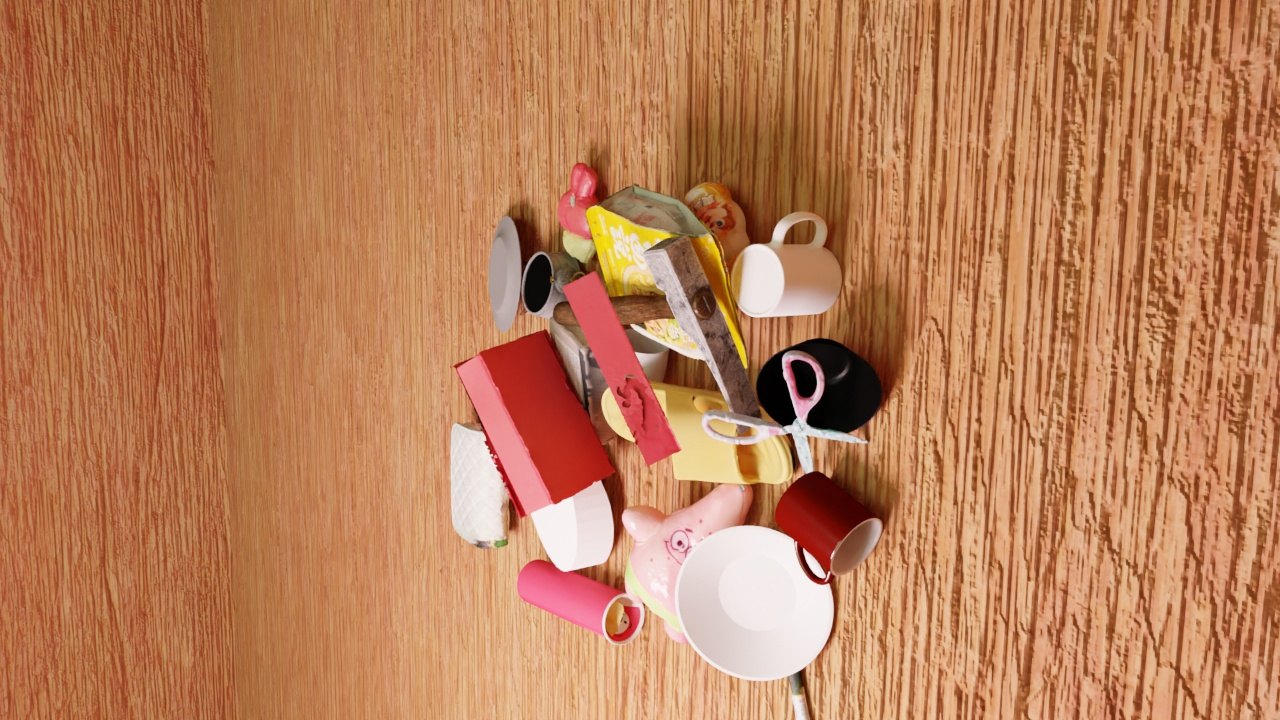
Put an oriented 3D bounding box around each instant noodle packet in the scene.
[{"bbox_3d":[0.039,-0.092,1.027,0.222,0.084,0.163,34,145,52],"label":"instant noodle packet"}]

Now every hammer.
[{"bbox_3d":[-0.001,-0.025,1.055,0.301,0.037,0.218,1,121,56],"label":"hammer"}]

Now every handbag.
[{"bbox_3d":[-0.253,0.196,1.485,0.139,0.072,0.195,12,103,59],"label":"handbag"}]

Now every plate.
[{"bbox_3d":[-0.215,-0.133,1.414,0.179,0.012,0.178,180,90,-66],"label":"plate"},{"bbox_3d":[0.127,0.266,1.024,0.174,0.036,0.174,2,96,16],"label":"plate"}]

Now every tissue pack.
[{"bbox_3d":[-0.072,0.018,1.234,0.104,0.071,0.182,43,152,41],"label":"tissue pack"}]

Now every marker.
[{"bbox_3d":[0.183,0.410,1.024,0.017,0.017,0.146,-18,80,50],"label":"marker"}]

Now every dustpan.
[{"bbox_3d":[-0.114,0.177,1.330,0.257,0.053,0.192,63,149,35],"label":"dustpan"}]

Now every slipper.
[{"bbox_3d":[0.051,0.084,1.059,0.264,0.078,0.100,14,122,37],"label":"slipper"}]

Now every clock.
[{"bbox_3d":[-0.119,-0.108,1.306,0.148,0.056,0.104,-3,82,55],"label":"clock"}]

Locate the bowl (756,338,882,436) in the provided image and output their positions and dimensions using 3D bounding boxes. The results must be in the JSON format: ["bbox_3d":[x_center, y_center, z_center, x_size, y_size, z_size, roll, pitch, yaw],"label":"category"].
[{"bbox_3d":[0.183,0.015,0.935,0.124,0.124,0.052,-50,13,41],"label":"bowl"}]

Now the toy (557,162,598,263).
[{"bbox_3d":[-0.081,-0.202,1.257,0.092,0.045,0.135,25,117,50],"label":"toy"}]

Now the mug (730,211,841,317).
[{"bbox_3d":[0.156,-0.100,0.945,0.074,0.090,0.111,37,121,42],"label":"mug"}]

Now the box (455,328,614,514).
[{"bbox_3d":[-0.166,0.096,1.274,0.213,0.148,0.375,64,160,1],"label":"box"}]

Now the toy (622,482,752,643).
[{"bbox_3d":[0.062,0.233,1.095,0.192,0.096,0.237,37,115,12],"label":"toy"}]

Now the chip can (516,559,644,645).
[{"bbox_3d":[-0.091,0.340,1.310,0.221,0.069,0.069,4,97,51],"label":"chip can"}]

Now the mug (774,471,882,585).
[{"bbox_3d":[0.188,0.180,0.950,0.082,0.073,0.106,40,125,41],"label":"mug"}]

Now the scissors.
[{"bbox_3d":[0.143,0.062,0.939,0.176,0.013,0.171,-8,128,16],"label":"scissors"}]

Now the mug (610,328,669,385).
[{"bbox_3d":[-0.007,0.007,1.184,0.107,0.071,0.090,-109,25,-61],"label":"mug"}]

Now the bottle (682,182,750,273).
[{"bbox_3d":[0.091,-0.149,1.040,0.063,0.063,0.108,-52,56,40],"label":"bottle"}]
